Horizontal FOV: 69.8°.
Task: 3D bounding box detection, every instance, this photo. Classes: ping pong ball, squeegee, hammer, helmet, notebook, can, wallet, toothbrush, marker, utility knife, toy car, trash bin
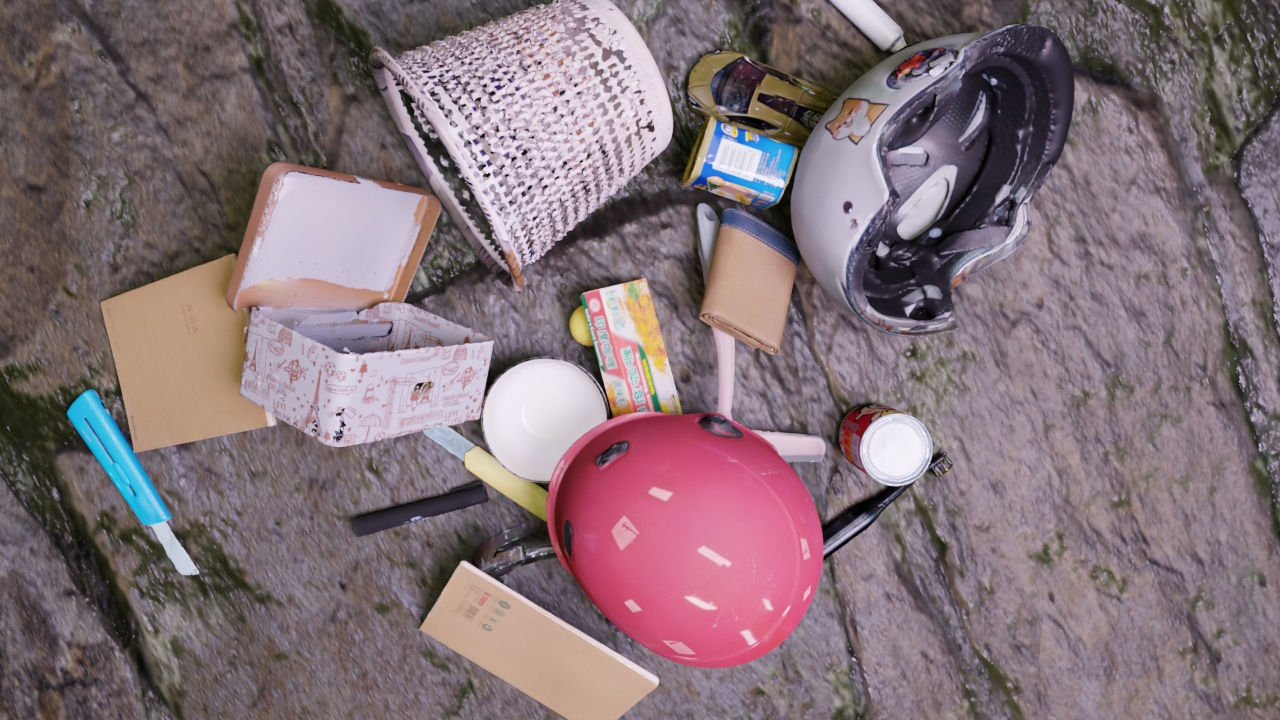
[{"bbox_3d":[-0.047,-0.034,0.869,0.040,0.040,0.040,0,94,-1],"label":"ping pong ball"},{"bbox_3d":[0.071,-0.030,0.848,0.247,0.040,0.249,2,80,-27],"label":"squeegee"},{"bbox_3d":[0.005,0.165,0.859,0.323,0.126,0.031,-8,66,-7],"label":"hammer"},{"bbox_3d":[0.231,-0.164,0.798,0.274,0.157,0.230,-56,135,-4],"label":"helmet"},{"bbox_3d":[-0.101,0.275,0.861,0.207,0.008,0.148,32,134,-3],"label":"notebook"},{"bbox_3d":[-0.413,-0.001,0.828,0.212,0.012,0.149,-11,93,32],"label":"notebook"},{"bbox_3d":[0.088,-0.176,0.831,0.083,0.102,0.057,17,93,-5],"label":"can"},{"bbox_3d":[0.102,-0.072,0.839,0.090,0.033,0.115,26,62,-24],"label":"wallet"},{"bbox_3d":[0.213,0.155,0.893,0.212,0.026,0.027,-35,81,1],"label":"toothbrush"},{"bbox_3d":[0.216,-0.320,0.859,0.221,0.026,0.027,42,119,-3],"label":"toothbrush"},{"bbox_3d":[0.047,0.154,0.754,0.240,0.144,0.207,26,94,-20],"label":"helmet"},{"bbox_3d":[-0.214,0.144,0.890,0.132,0.020,0.022,-15,77,0],"label":"marker"},{"bbox_3d":[0.224,0.076,0.853,0.066,0.094,0.066,0,93,-1],"label":"can"},{"bbox_3d":[-0.487,0.123,0.886,0.034,0.018,0.204,-30,95,1],"label":"utility knife"},{"bbox_3d":[-0.128,0.115,0.889,0.206,0.021,0.031,34,90,-10],"label":"utility knife"},{"bbox_3d":[0.119,-0.239,0.858,0.158,0.042,0.070,21,93,0],"label":"toy car"},{"bbox_3d":[-0.089,-0.203,0.784,0.192,0.228,0.227,-34,94,-11],"label":"trash bin"}]

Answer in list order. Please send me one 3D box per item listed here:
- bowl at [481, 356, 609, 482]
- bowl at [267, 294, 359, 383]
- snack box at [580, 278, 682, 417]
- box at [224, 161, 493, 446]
[{"bbox_3d":[-0.086,0.052,0.862,0.116,0.066,0.116,0,94,0],"label":"bowl"},{"bbox_3d":[-0.317,-0.003,0.849,0.065,0.118,0.118,-10,95,38],"label":"bowl"},{"bbox_3d":[-0.005,0.005,0.855,0.027,0.076,0.156,-12,95,35],"label":"snack box"},{"bbox_3d":[-0.222,-0.054,0.774,0.157,0.182,0.194,23,106,28],"label":"box"}]
